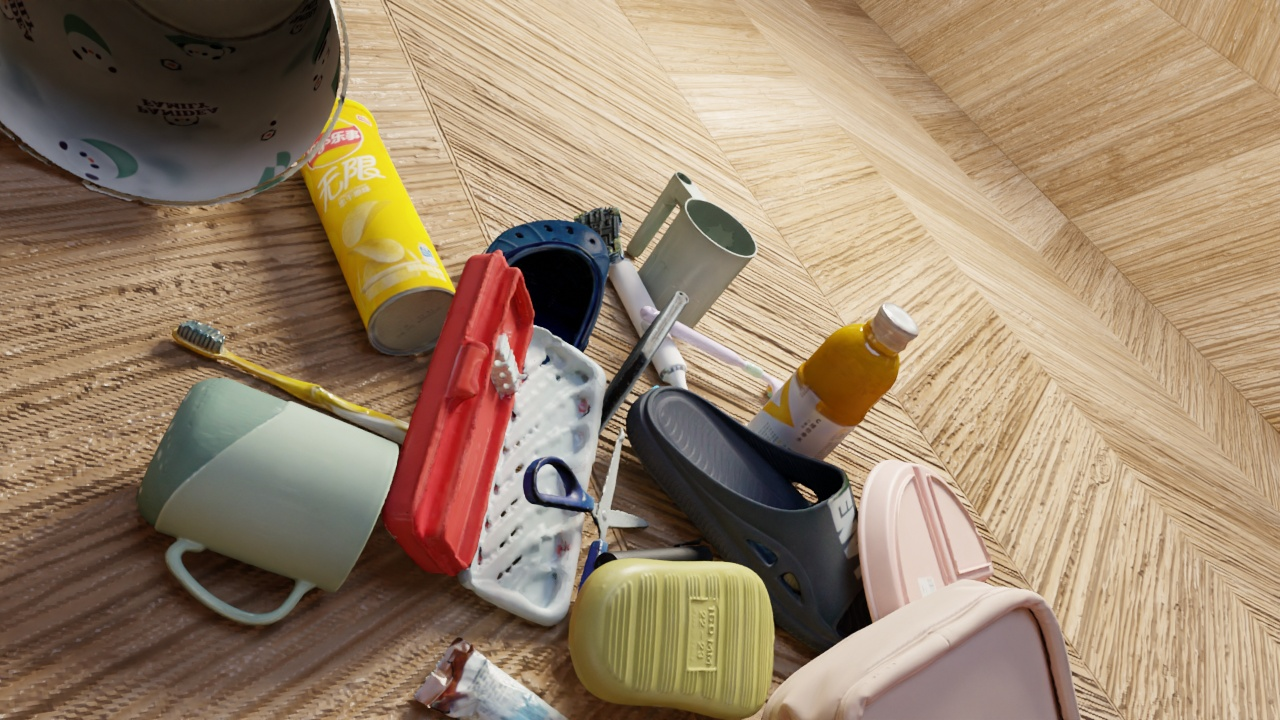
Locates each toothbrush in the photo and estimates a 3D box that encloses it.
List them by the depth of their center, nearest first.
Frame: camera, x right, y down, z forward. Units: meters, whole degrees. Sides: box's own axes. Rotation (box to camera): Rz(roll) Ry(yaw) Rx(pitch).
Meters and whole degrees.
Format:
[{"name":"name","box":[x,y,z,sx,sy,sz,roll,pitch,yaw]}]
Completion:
[{"name":"toothbrush","box":[-0.199,0.021,0.580,0.191,0.018,0.016,27,35,-17]},{"name":"toothbrush","box":[0.019,-0.010,0.831,0.026,0.027,0.220,30,27,-50]},{"name":"toothbrush","box":[0.070,-0.007,0.854,0.189,0.021,0.029,29,32,-34]}]

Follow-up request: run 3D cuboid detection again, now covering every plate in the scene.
[{"name":"plate","box":[0.239,0.186,0.720,0.229,0.028,0.229,30,49,-41]}]

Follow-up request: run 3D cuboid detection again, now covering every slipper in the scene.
[{"name":"slipper","box":[0.012,0.160,0.546,0.190,0.082,0.091,27,67,-48]},{"name":"slipper","box":[0.104,0.111,0.688,0.268,0.084,0.110,45,37,2]},{"name":"slipper","box":[-0.082,-0.053,0.725,0.105,0.095,0.252,34,36,-12]}]

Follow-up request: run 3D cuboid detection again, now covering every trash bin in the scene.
[{"name":"trash bin","box":[-0.323,-0.271,0.647,0.229,0.230,0.251,19,32,-29]}]

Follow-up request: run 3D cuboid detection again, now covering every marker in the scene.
[{"name":"marker","box":[0.012,0.134,0.616,0.132,0.020,0.022,13,62,-58]}]

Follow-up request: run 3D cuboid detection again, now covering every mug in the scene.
[{"name":"mug","box":[-0.195,0.074,0.469,0.106,0.082,0.111,26,64,-20]},{"name":"mug","box":[0.041,-0.107,0.904,0.083,0.104,0.124,1,47,-44]}]

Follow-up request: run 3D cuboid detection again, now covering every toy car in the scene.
[{"name":"toy car","box":[-0.040,-0.116,0.890,0.049,0.031,0.105,-12,36,6]}]

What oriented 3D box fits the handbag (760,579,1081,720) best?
[{"name":"handbag","box":[0.197,0.270,0.557,0.192,0.094,0.234,-20,84,-30]}]

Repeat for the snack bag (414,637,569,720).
[{"name":"snack bag","box":[-0.066,0.191,0.489,0.105,0.026,0.045,36,41,-2]}]

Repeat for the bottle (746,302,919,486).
[{"name":"bottle","box":[0.153,0.031,0.758,0.068,0.190,0.067,25,34,-18]}]

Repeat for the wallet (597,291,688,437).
[{"name":"wallet","box":[-0.004,0.004,0.722,0.019,0.097,0.120,33,32,-1]}]

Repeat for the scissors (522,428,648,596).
[{"name":"scissors","box":[-0.030,0.105,0.594,0.162,0.012,0.175,53,33,-45]}]

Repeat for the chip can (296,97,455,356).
[{"name":"chip can","box":[-0.202,-0.104,0.686,0.072,0.072,0.213,3,47,-43]}]

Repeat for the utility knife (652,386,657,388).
[{"name":"utility knife","box":[0.059,0.098,0.743,0.034,0.018,0.191,-13,59,-52]}]

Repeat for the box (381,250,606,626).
[{"name":"box","box":[-0.084,0.047,0.575,0.161,0.060,0.200,51,37,-42]}]
